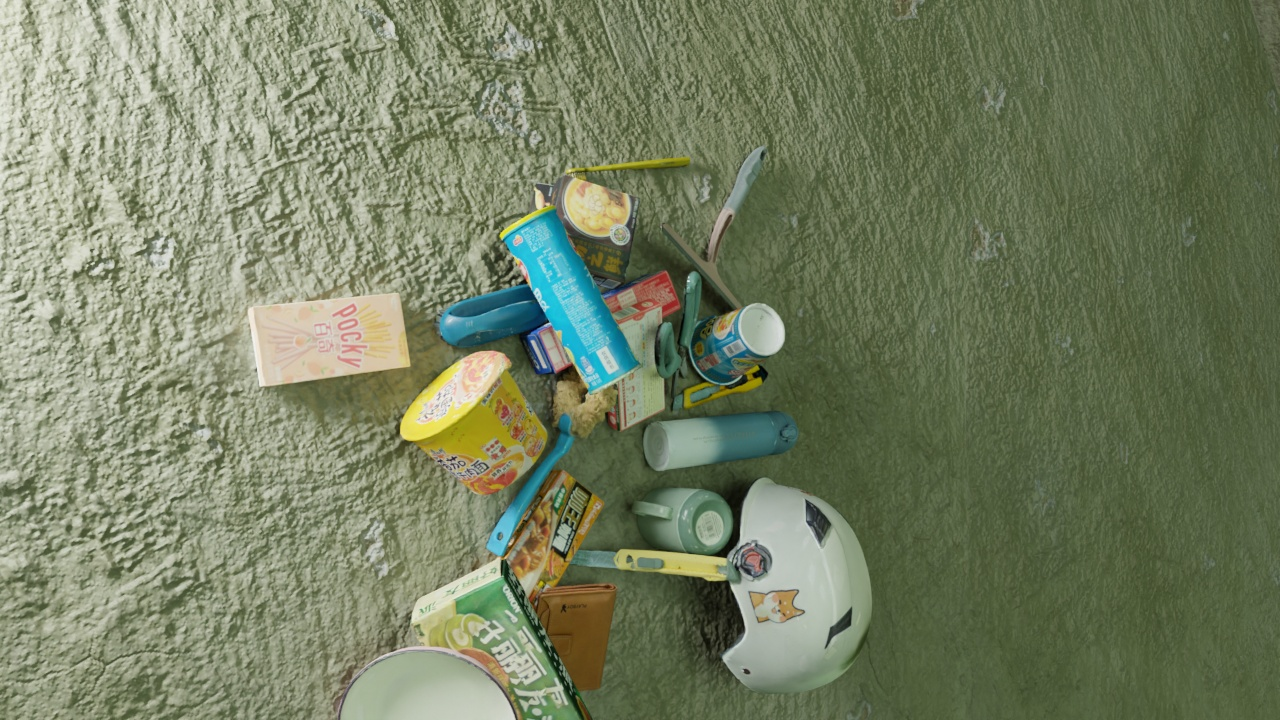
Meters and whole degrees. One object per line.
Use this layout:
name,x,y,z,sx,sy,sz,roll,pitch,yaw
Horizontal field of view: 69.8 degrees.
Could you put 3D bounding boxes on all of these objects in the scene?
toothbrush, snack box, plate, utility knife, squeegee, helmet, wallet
toothbrush,-0.013,-0.251,1.205,0.189,0.016,0.016,-14,98,-32
snack box,-0.074,-0.157,1.123,0.125,0.053,0.113,14,77,-18
plate,-0.219,0.383,0.970,0.192,0.039,0.192,1,103,2
snack box,-0.007,0.007,1.139,0.076,0.027,0.156,-25,127,-33
utility knife,0.012,0.246,1.114,0.212,0.022,0.031,3,82,11
squeegee,0.126,-0.199,1.273,0.247,0.040,0.249,43,60,-39
snack box,-0.112,0.214,1.100,0.075,0.026,0.153,42,67,-23
snack box,-0.331,-0.024,0.985,0.157,0.026,0.084,-9,91,-31
snack box,-0.149,0.351,1.021,0.114,0.063,0.240,-26,101,-1
snack box,-0.049,-0.049,1.143,0.207,0.057,0.058,-28,103,-30
utility knife,0.111,0.039,1.256,0.170,0.015,0.033,-18,93,-31
helmet,0.215,0.292,1.173,0.229,0.157,0.274,22,73,-60
wallet,-0.085,0.330,1.087,0.107,0.031,0.132,5,99,-32

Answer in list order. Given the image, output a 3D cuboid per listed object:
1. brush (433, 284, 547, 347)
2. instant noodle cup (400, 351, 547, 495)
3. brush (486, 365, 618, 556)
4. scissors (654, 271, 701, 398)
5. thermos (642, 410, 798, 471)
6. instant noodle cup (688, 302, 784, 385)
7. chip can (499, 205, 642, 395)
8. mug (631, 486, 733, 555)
brush,-0.163,-0.052,1.063,0.143,0.074,0.055,-19,104,-33
instant noodle cup,-0.177,0.074,1.015,0.137,0.138,0.110,-50,118,-25
brush,-0.109,0.116,1.091,0.254,0.083,0.046,-59,148,-13
scissors,0.044,-0.024,1.150,0.180,0.019,0.170,-35,136,-67
thermos,0.112,0.103,1.221,0.220,0.070,0.070,-4,88,-31
instant noodle cup,0.130,-0.027,1.210,0.099,0.110,0.099,8,73,-26
chip can,-0.078,-0.068,1.046,0.071,0.071,0.210,-32,95,-30
mug,0.047,0.198,1.152,0.111,0.106,0.082,22,76,-27
